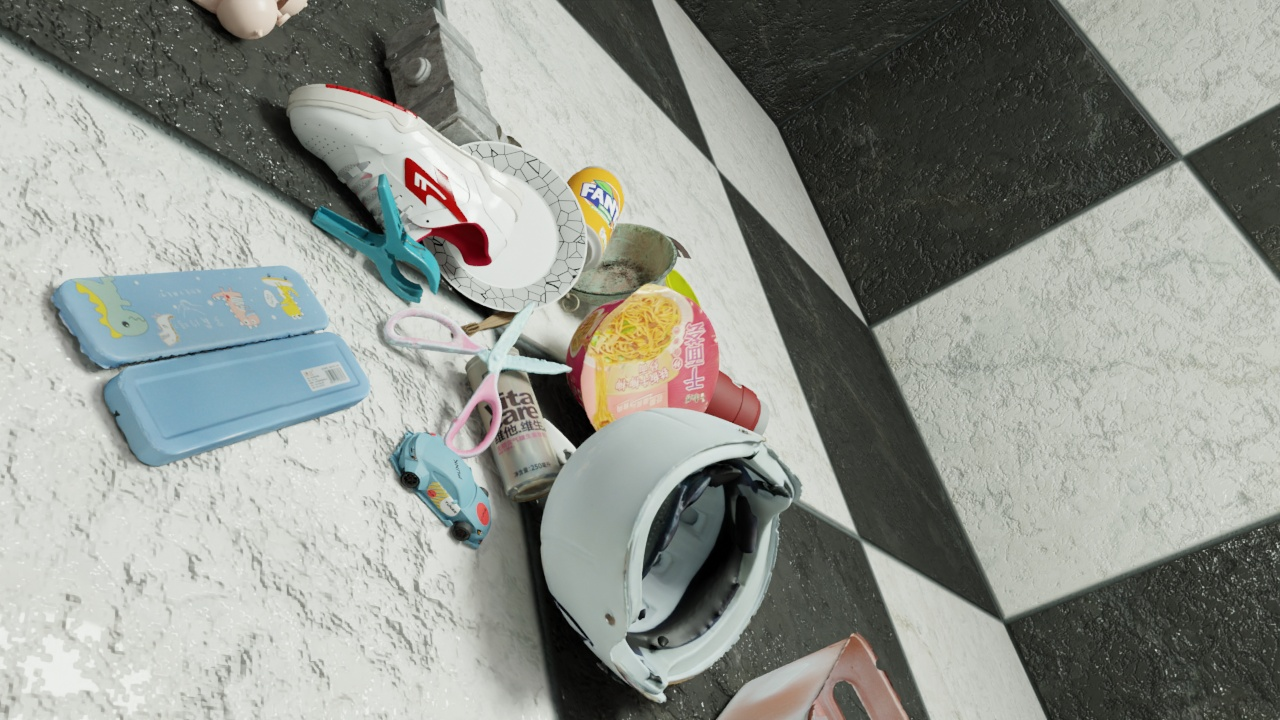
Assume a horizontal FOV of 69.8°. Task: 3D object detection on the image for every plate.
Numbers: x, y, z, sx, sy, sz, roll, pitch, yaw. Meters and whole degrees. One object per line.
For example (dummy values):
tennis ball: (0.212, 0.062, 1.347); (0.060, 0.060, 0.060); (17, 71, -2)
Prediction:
plate: (-0.144, -0.140, 0.969); (0.188, 0.016, 0.188); (9, 72, -28)

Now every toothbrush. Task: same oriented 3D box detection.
toothbrush: (-0.148, -0.042, 0.948); (0.016, 0.016, 0.166); (60, 21, -2)

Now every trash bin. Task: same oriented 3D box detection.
trash bin: (0.161, 0.398, 0.864); (0.181, 0.158, 0.259); (62, 21, 8)

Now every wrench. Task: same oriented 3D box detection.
wrench: (-0.024, 0.161, 0.921); (0.273, 0.018, 0.066); (54, -14, -22)

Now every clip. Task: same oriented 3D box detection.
clip: (-0.230, -0.097, 0.810); (0.120, 0.104, 0.027); (52, 25, -36)

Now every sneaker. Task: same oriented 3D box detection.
sneaker: (-0.222, -0.158, 0.854); (0.236, 0.090, 0.104); (28, 67, -39)

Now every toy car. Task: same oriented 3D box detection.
toy car: (-0.151, 0.100, 0.740); (0.108, 0.028, 0.060); (52, 23, -18)

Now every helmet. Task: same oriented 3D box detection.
helmet: (0.013, 0.156, 0.812); (0.164, 0.236, 0.264); (25, -20, 36)

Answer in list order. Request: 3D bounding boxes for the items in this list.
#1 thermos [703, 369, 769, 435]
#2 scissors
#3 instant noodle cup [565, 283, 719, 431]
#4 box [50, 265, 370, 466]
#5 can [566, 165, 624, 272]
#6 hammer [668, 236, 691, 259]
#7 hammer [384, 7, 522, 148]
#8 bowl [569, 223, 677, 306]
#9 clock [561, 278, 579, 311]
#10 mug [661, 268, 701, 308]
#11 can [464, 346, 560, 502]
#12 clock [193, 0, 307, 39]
thermos: (0.059, 0.050, 1.153); (0.198, 0.108, 0.084); (31, -8, -22)
scissors: (-0.148, -0.001, 0.805); (0.173, 0.014, 0.170); (34, 59, -10)
instant noodle cup: (-0.006, 0.006, 1.010); (0.178, 0.178, 0.078); (45, -13, -33)
box: (-0.275, -0.009, 0.620); (0.125, 0.021, 0.208); (61, 21, 2)
can: (-0.070, -0.178, 1.137); (0.079, 0.079, 0.142); (49, 36, -25)
hammer: (0.045, -0.026, 1.264); (0.033, 0.116, 0.322); (3, 66, -40)
hammer: (-0.169, -0.258, 1.112); (0.326, 0.080, 0.176); (36, 31, -55)
bowl: (-0.032, -0.115, 1.153); (0.157, 0.157, 0.039); (-92, 177, -50)
clock: (-0.104, -0.122, 1.052); (0.141, 0.093, 0.054); (66, 15, -5)
mug: (0.016, -0.060, 1.203); (0.082, 0.106, 0.082); (46, 26, -30)
can: (-0.116, 0.058, 0.836); (0.054, 0.054, 0.135); (17, 47, -59)
clock: (-0.368, -0.373, 0.813); (0.160, 0.086, 0.130); (55, 21, -27)
